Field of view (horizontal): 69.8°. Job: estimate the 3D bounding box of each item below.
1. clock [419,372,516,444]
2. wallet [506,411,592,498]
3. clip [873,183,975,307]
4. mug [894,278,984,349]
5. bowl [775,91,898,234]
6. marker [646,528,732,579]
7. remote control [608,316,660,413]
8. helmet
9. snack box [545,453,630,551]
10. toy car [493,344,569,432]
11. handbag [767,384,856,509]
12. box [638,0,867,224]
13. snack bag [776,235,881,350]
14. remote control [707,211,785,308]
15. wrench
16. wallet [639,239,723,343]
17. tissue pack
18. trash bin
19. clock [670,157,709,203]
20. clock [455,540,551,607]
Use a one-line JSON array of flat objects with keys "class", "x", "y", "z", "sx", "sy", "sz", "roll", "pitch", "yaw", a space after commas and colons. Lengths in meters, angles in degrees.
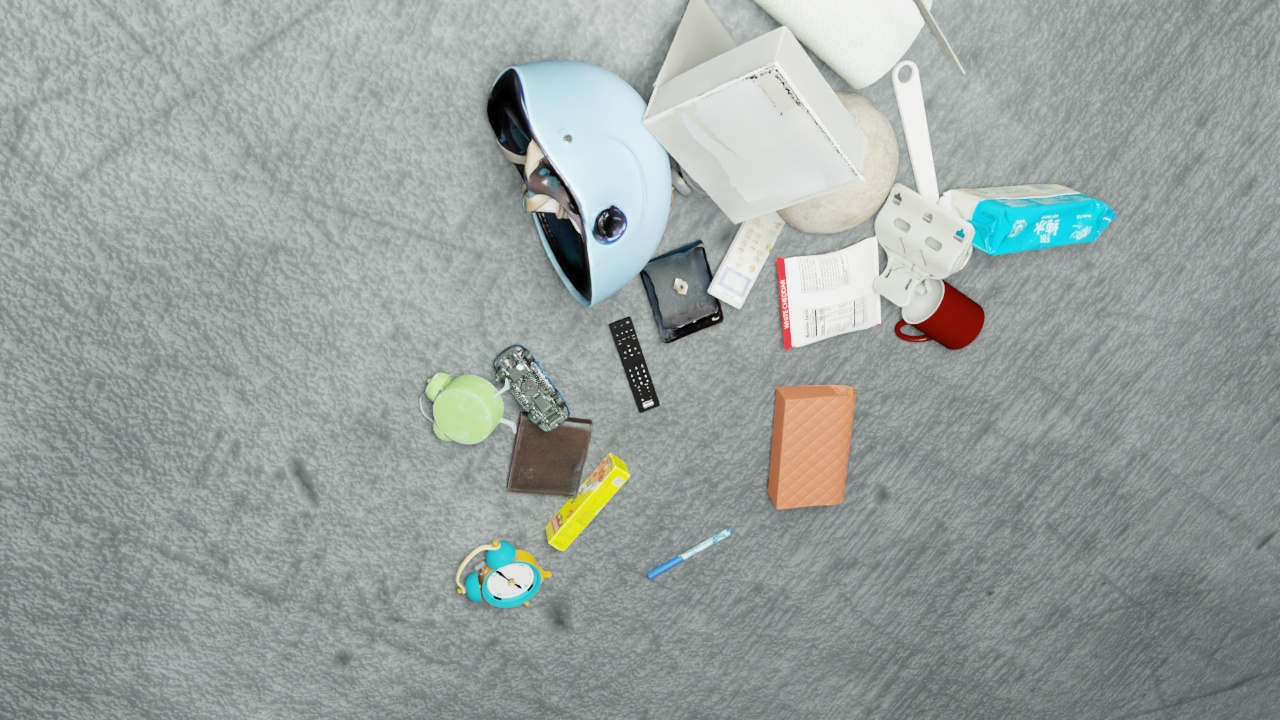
[{"class": "clock", "x": -0.222, "y": 0.060, "z": 1.150, "sx": 0.119, "sy": 0.042, "sz": 0.094, "roll": 2, "pitch": 116, "yaw": 18}, {"class": "wallet", "x": -0.122, "y": 0.128, "z": 1.231, "sx": 0.099, "sy": 0.031, "sz": 0.120, "roll": 8, "pitch": 113, "yaw": -14}, {"class": "clip", "x": 0.356, "y": -0.142, "z": 1.177, "sx": 0.075, "sy": 0.125, "sz": 0.144, "roll": -27, "pitch": 142, "yaw": -30}, {"class": "mug", "x": 0.402, "y": -0.056, "z": 1.259, "sx": 0.082, "sy": 0.073, "sz": 0.106, "roll": 28, "pitch": 134, "yaw": -24}, {"class": "bowl", "x": 0.246, "y": -0.233, "z": 1.119, "sx": 0.178, "sy": 0.081, "sz": 0.179, "roll": -7, "pitch": 116, "yaw": -15}, {"class": "marker", "x": 0.074, "y": 0.287, "z": 1.365, "sx": 0.142, "sy": 0.013, "sz": 0.013, "roll": -29, "pitch": 118, "yaw": 0}, {"class": "remote control", "x": -0.007, "y": 0.007, "z": 1.212, "sx": 0.030, "sy": 0.009, "sz": 0.140, "roll": -21, "pitch": 118, "yaw": -4}, {"class": "helmet", "x": -0.053, "y": -0.193, "z": 0.988, "sx": 0.166, "sy": 0.225, "sz": 0.266, "roll": -19, "pitch": 117, "yaw": -13}, {"class": "snack box", "x": -0.074, "y": 0.196, "z": 1.268, "sx": 0.029, "sy": 0.040, "sz": 0.148, "roll": 35, "pitch": 102, "yaw": -26}, {"class": "toy car", "x": -0.139, "y": 0.035, "z": 1.171, "sx": 0.056, "sy": 0.043, "sz": 0.120, "roll": -35, "pitch": 103, "yaw": 3}, {"class": "handbag", "x": 0.243, "y": 0.119, "z": 1.300, "sx": 0.109, "sy": 0.060, "sz": 0.172, "roll": -2, "pitch": 113, "yaw": -8}, {"class": "box", "x": 0.102, "y": -0.306, "z": 1.007, "sx": 0.172, "sy": 0.379, "sz": 0.167, "roll": -35, "pitch": 127, "yaw": 19}, {"class": "snack bag", "x": 0.253, "y": -0.089, "z": 1.215, "sx": 0.144, "sy": 0.039, "sz": 0.131, "roll": -15, "pitch": 115, "yaw": -11}, {"class": "remote control", "x": 0.137, "y": -0.136, "z": 1.164, "sx": 0.050, "sy": 0.011, "sz": 0.136, "roll": 25, "pitch": 95, "yaw": -25}, {"class": "wrench", "x": 0.364, "y": -0.252, "z": 1.180, "sx": 0.066, "sy": 0.018, "sz": 0.273, "roll": -23, "pitch": 117, "yaw": -3}, {"class": "wallet", "x": 0.053, "y": -0.088, "z": 1.172, "sx": 0.089, "sy": 0.026, "sz": 0.115, "roll": -21, "pitch": 118, "yaw": -7}, {"class": "tissue pack", "x": 0.492, "y": -0.186, "z": 1.177, "sx": 0.209, "sy": 0.117, "sz": 0.066, "roll": -9, "pitch": 117, "yaw": -19}, {"class": "trash bin", "x": 0.215, "y": -0.402, "z": 1.012, "sx": 0.161, "sy": 0.133, "sz": 0.133, "roll": 28, "pitch": 105, "yaw": -19}, {"class": "clock", "x": 0.079, "y": -0.240, "z": 1.089, "sx": 0.148, "sy": 0.056, "sz": 0.104, "roll": -43, "pitch": 121, "yaw": 5}, {"class": "clock", "x": -0.194, "y": 0.303, "z": 1.289, "sx": 0.129, "sy": 0.043, "sz": 0.099, "roll": 29, "pitch": 105, "yaw": -32}]
